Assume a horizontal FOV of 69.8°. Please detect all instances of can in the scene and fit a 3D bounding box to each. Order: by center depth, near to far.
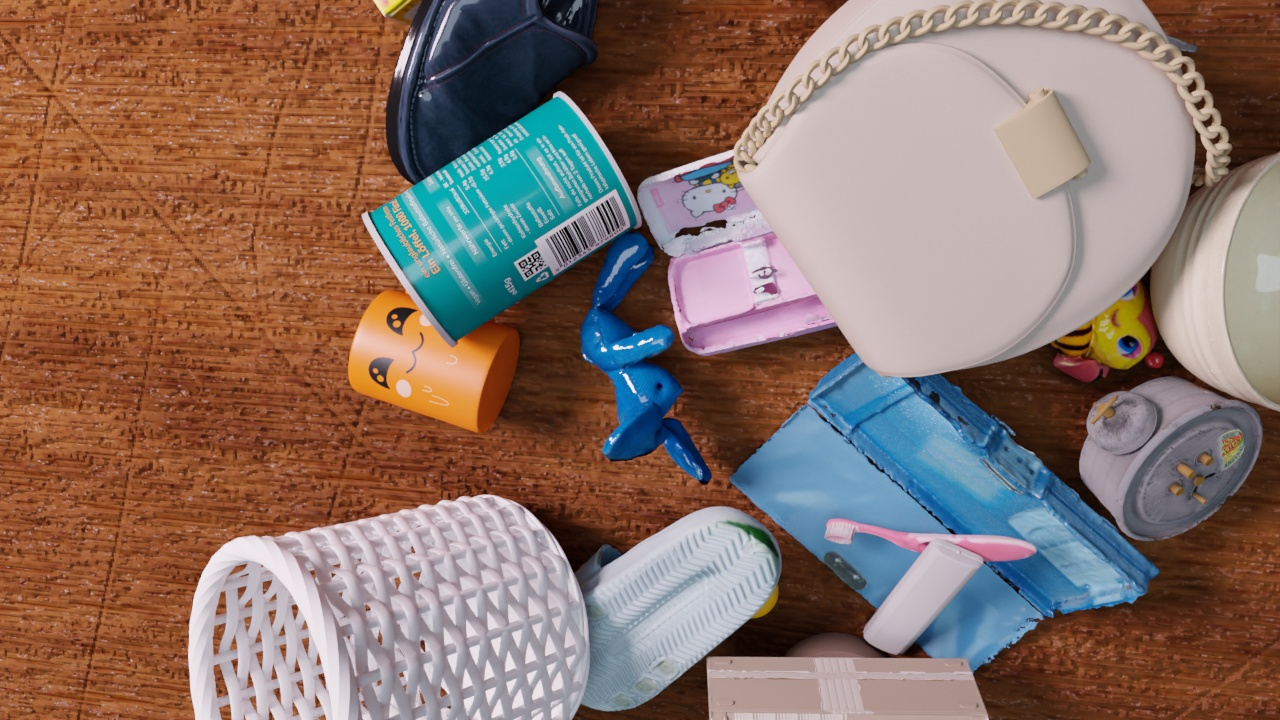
[{"bbox_3d":[-0.086,-0.089,0.584,0.144,0.099,0.099,-33,94,-4],"label":"can"}]

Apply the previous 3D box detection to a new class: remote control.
[{"bbox_3d":[0.189,0.164,0.624,0.033,0.012,0.131,23,137,7],"label":"remote control"}]

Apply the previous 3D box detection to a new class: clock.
[{"bbox_3d":[0.319,0.055,0.566,0.147,0.056,0.104,28,107,-31],"label":"clock"}]

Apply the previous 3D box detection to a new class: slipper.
[{"bbox_3d":[-0.067,-0.217,0.578,0.083,0.108,0.266,34,100,18],"label":"slipper"},{"bbox_3d":[0.004,0.175,0.660,0.104,0.074,0.246,44,122,-9],"label":"slipper"}]

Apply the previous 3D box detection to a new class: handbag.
[{"bbox_3d":[0.176,-0.108,0.502,0.209,0.103,0.210,-34,108,12],"label":"handbag"},{"bbox_3d":[0.135,0.300,0.647,0.176,0.062,0.198,0,116,3],"label":"handbag"}]

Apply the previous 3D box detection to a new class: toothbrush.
[{"bbox_3d":[0.187,0.119,0.602,0.135,0.016,0.022,2,131,30],"label":"toothbrush"}]

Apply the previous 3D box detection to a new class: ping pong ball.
[{"bbox_3d":[0.080,0.166,0.664,0.040,0.040,0.040,2,101,9],"label":"ping pong ball"}]

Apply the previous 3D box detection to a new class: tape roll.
[{"bbox_3d":[0.145,0.250,0.674,0.094,0.030,0.094,2,101,9],"label":"tape roll"}]

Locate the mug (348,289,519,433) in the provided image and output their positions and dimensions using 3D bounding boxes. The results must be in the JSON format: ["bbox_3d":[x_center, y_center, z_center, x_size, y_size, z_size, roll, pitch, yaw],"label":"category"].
[{"bbox_3d":[-0.139,-0.016,0.654,0.096,0.077,0.112,18,84,6],"label":"mug"}]

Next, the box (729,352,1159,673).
[{"bbox_3d":[0.200,0.101,0.630,0.231,0.060,0.176,42,129,-1],"label":"box"}]

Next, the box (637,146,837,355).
[{"bbox_3d":[0.107,-0.082,0.581,0.201,0.101,0.111,-14,73,12],"label":"box"}]

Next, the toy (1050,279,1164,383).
[{"bbox_3d":[0.292,-0.027,0.580,0.103,0.046,0.084,16,101,-28],"label":"toy"}]

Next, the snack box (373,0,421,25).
[{"bbox_3d":[-0.158,-0.279,0.598,0.061,0.083,0.106,-34,94,14],"label":"snack box"}]

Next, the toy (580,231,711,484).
[{"bbox_3d":[-0.004,0.004,0.617,0.071,0.112,0.176,-16,81,15],"label":"toy"}]

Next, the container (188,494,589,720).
[{"bbox_3d":[-0.162,0.194,0.602,0.190,0.186,0.189,3,95,41],"label":"container"}]

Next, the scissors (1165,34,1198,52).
[{"bbox_3d":[0.257,-0.209,0.576,0.131,0.014,0.153,-33,91,13],"label":"scissors"}]

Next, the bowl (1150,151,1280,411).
[{"bbox_3d":[0.360,-0.047,0.545,0.150,0.075,0.151,-2,94,-24],"label":"bowl"}]
